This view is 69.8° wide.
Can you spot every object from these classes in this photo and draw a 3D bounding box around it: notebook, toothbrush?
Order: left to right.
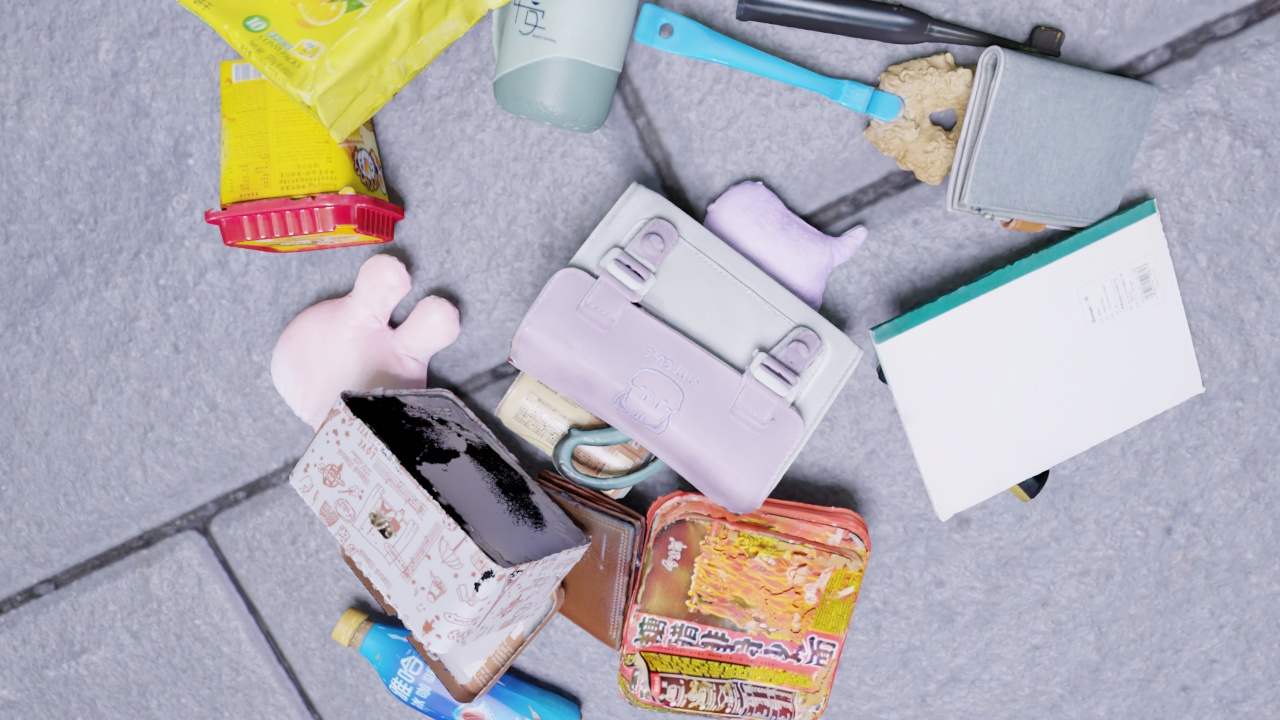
[{"bbox_3d":[0.170,-0.222,0.604,0.213,0.026,0.027,11,118,6],"label":"toothbrush"},{"bbox_3d":[0.271,0.001,0.618,0.209,0.012,0.150,-25,107,-2],"label":"notebook"}]

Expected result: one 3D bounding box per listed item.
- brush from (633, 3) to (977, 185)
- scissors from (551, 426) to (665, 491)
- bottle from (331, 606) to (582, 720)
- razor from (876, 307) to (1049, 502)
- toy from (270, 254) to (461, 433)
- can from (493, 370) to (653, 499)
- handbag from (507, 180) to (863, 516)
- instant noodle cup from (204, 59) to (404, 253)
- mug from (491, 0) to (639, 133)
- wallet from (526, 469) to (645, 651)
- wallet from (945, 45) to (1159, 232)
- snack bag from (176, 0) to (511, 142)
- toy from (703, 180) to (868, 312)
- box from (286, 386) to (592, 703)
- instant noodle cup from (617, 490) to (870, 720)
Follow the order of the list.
[{"bbox_3d":[0.119,-0.185,0.607,0.254,0.045,0.083,17,111,-2],"label":"brush"},{"bbox_3d":[-0.004,0.004,0.673,0.170,0.019,0.181,-26,84,-13],"label":"scissors"},{"bbox_3d":[-0.156,0.271,0.772,0.218,0.065,0.065,29,107,1],"label":"bottle"},{"bbox_3d":[0.233,0.037,0.657,0.167,0.062,0.068,47,137,-11],"label":"razor"},{"bbox_3d":[-0.210,-0.004,0.709,0.121,0.054,0.160,43,108,-12],"label":"toy"},{"bbox_3d":[-0.048,0.051,0.697,0.116,0.058,0.059,35,107,-2],"label":"can"},{"bbox_3d":[0.030,-0.006,0.624,0.197,0.098,0.144,36,75,-1],"label":"handbag"},{"bbox_3d":[-0.239,-0.145,0.650,0.116,0.116,0.123,-6,92,5],"label":"instant noodle cup"},{"bbox_3d":[-0.061,-0.218,0.619,0.112,0.082,0.106,28,111,33],"label":"mug"},{"bbox_3d":[-0.047,0.154,0.710,0.101,0.032,0.125,22,121,27],"label":"wallet"},{"bbox_3d":[0.259,-0.135,0.589,0.129,0.037,0.107,4,110,-22],"label":"wallet"},{"bbox_3d":[-0.215,-0.253,0.588,0.246,0.068,0.158,40,77,16],"label":"snack bag"},{"bbox_3d":[0.096,-0.083,0.647,0.108,0.038,0.084,33,108,2],"label":"toy"},{"bbox_3d":[-0.165,0.143,0.663,0.181,0.157,0.198,44,108,18],"label":"box"},{"bbox_3d":[0.073,0.177,0.693,0.164,0.079,0.189,10,108,-5],"label":"instant noodle cup"}]
